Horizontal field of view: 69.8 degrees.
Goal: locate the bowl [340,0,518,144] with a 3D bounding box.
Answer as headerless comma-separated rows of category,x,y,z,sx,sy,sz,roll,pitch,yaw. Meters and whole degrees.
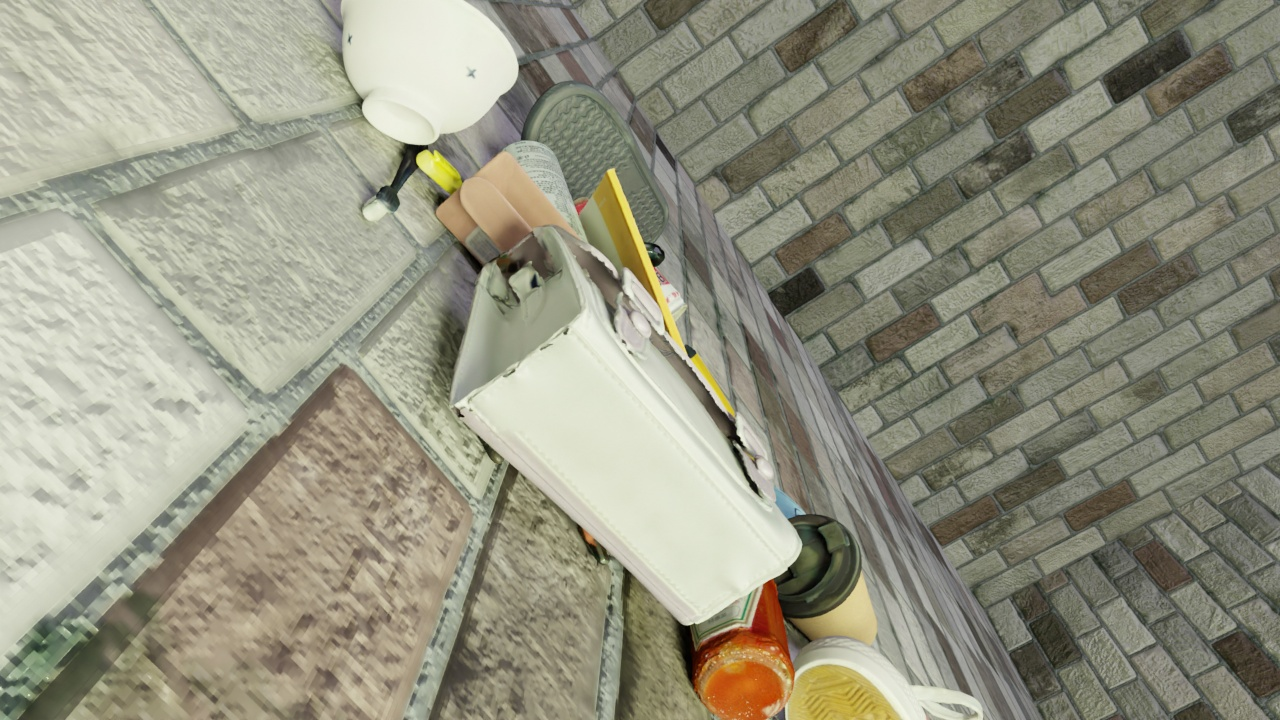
bowl,-0.145,-0.180,0.592,0.118,0.118,0.064,39,61,-53

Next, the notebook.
notebook,0.001,-0.026,0.684,0.146,0.010,0.206,157,-89,-76

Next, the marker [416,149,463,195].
marker,-0.123,-0.118,0.640,0.018,0.015,0.124,65,7,15

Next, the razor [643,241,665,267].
razor,0.011,-0.047,0.895,0.062,0.068,0.167,32,35,-60

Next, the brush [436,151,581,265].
brush,-0.065,-0.064,0.611,0.145,0.063,0.073,49,3,-11

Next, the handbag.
handbag,-0.006,0.030,0.507,0.197,0.098,0.144,50,9,-30

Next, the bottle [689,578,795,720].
bottle,0.060,0.149,0.607,0.060,0.060,0.205,53,13,-15

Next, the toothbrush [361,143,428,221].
toothbrush,-0.149,-0.118,0.574,0.015,0.018,0.181,53,11,-23

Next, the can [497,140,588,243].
can,-0.078,-0.110,0.715,0.058,0.058,0.146,44,18,-44

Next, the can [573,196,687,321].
can,-0.021,-0.079,0.805,0.133,0.053,0.053,47,12,6

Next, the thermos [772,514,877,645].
thermos,0.156,0.198,0.784,0.143,0.093,0.093,55,11,-41

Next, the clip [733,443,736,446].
clip,0.090,0.084,0.945,0.044,0.027,0.058,61,12,-16

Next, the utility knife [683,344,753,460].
utility knife,0.095,0.058,1.048,0.177,0.015,0.033,58,19,-1

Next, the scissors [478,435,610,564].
scissors,-0.054,0.033,0.562,0.189,0.015,0.224,37,23,-56

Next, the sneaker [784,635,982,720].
sneaker,0.172,0.261,0.643,0.241,0.118,0.087,57,29,-26

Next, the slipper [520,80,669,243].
slipper,-0.056,-0.190,0.930,0.083,0.110,0.268,45,1,29

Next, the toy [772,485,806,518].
toy,0.149,0.173,0.895,0.156,0.050,0.161,56,7,-10
